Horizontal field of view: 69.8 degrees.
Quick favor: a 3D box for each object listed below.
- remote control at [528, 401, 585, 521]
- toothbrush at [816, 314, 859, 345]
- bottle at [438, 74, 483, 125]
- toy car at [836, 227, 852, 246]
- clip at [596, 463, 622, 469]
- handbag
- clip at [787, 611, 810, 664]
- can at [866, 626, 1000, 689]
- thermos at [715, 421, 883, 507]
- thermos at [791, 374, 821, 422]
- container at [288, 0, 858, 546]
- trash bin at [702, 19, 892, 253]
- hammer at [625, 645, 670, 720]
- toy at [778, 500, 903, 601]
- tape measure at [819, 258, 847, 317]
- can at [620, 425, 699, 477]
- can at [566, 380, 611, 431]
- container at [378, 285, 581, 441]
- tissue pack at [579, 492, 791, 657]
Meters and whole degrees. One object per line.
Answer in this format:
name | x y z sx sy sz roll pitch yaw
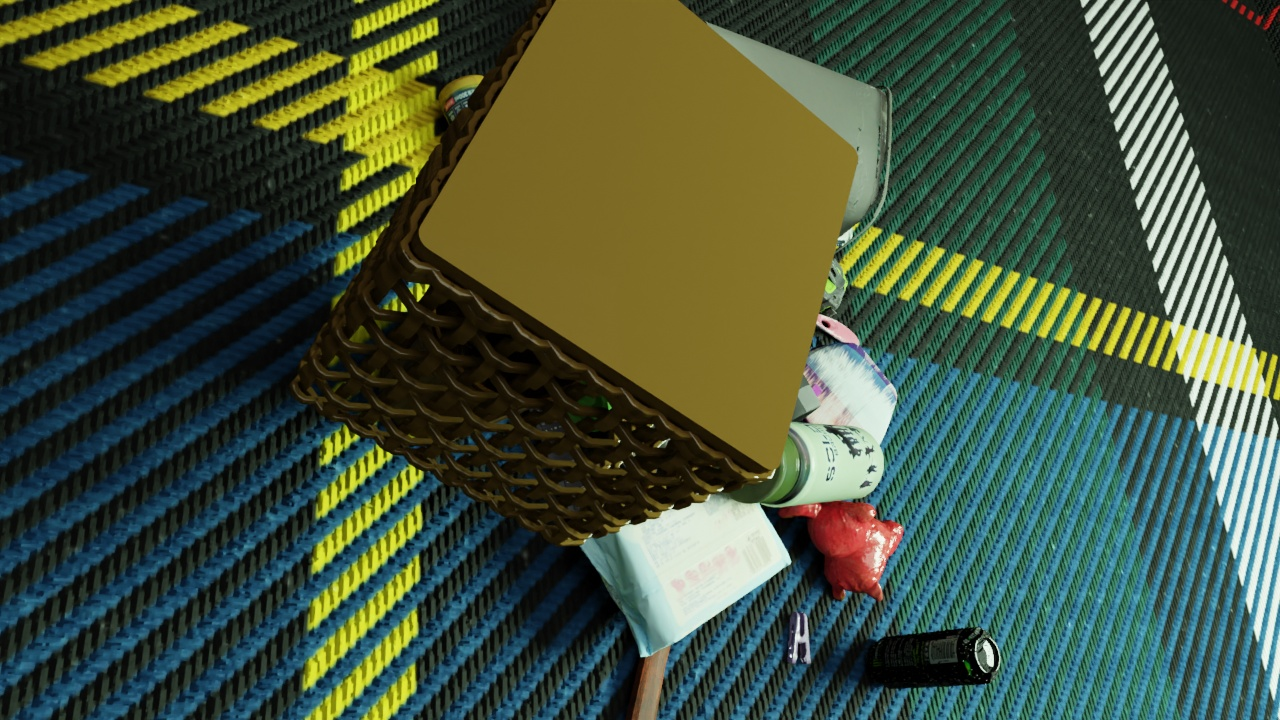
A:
remote control | -0.072 0.091 0.831 0.032 0.015 0.136 -15 77 -38
toothbrush | 0.210 -0.045 1.080 0.135 0.016 0.021 24 63 -24
bottle | -0.135 -0.177 0.875 0.053 0.053 0.186 -19 82 -38
toy car | 0.239 -0.195 1.153 0.048 0.033 0.105 -5 75 -37
clip | -0.027 0.101 0.854 0.060 0.024 0.039 -12 76 -29
handbag | 0.198 0.067 1.003 0.144 0.068 0.169 49 59 -9
clip | 0.153 0.278 0.910 0.040 0.014 0.052 -11 81 -35
can | 0.289 0.298 0.913 0.054 0.138 0.053 13 64 -30
thermos | 0.145 0.093 0.845 0.231 0.082 0.082 8 65 -55
thermos | 0.090 -0.034 0.935 0.082 0.082 0.240 -21 77 -38
container | -0.036 -0.057 0.572 0.219 0.215 0.250 33 56 -19
trash bin | 0.120 -0.230 0.992 0.220 0.198 0.197 21 62 -19
hammer | 0.016 0.245 0.820 0.111 0.028 0.299 28 57 -22
toy | 0.201 0.188 0.940 0.133 0.088 0.094 29 68 -20
tape measure | 0.220 -0.095 1.094 0.058 0.036 0.065 39 54 -14
can | 0.033 0.078 0.858 0.127 0.064 0.064 1 69 -60
can | -0.005 0.005 0.868 0.143 0.083 0.083 -28 88 -39
container | -0.134 -0.004 0.730 0.132 0.168 0.132 14 64 -30
tissue pack | 0.040 0.171 0.807 0.181 0.070 0.112 -23 83 -35
